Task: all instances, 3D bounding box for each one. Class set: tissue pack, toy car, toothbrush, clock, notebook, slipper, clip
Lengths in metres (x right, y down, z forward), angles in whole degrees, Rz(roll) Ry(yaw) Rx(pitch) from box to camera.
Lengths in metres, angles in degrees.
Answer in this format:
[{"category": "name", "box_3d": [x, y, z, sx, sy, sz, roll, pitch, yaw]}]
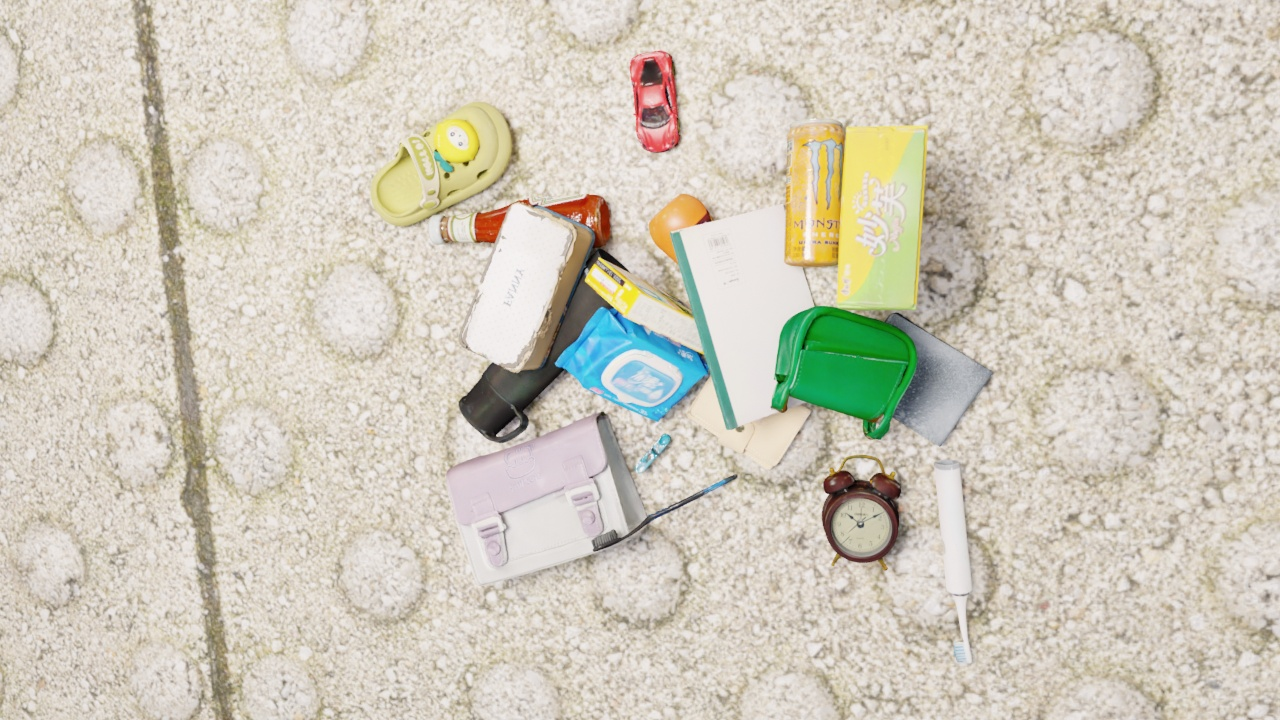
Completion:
[{"category": "tissue pack", "box_3d": [-0.006, 0.006, 0.980, 0.157, 0.052, 0.095, 28, 120, -31]}, {"category": "toy car", "box_3d": [0.016, -0.279, 0.992, 0.049, 0.031, 0.106, -4, 97, 14]}, {"category": "toothbrush", "box_3d": [0.028, 0.160, 0.990, 0.189, 0.014, 0.016, -23, 75, -24]}, {"category": "toothbrush", "box_3d": [0.336, 0.215, 0.974, 0.026, 0.026, 0.221, -5, 96, 24]}, {"category": "clock", "box_3d": [0.234, 0.160, 0.976, 0.082, 0.055, 0.122, 3, 95, 13]}, {"category": "notebook", "box_3d": [0.121, -0.048, 0.952, 0.150, 0.012, 0.209, -18, 92, -28]}, {"category": "slipper", "box_3d": [-0.233, -0.216, 1.032, 0.191, 0.081, 0.091, -29, 91, 17]}, {"category": "clip", "box_3d": [0.014, 0.105, 1.038, 0.013, 0.039, 0.056, 40, 97, 4]}]

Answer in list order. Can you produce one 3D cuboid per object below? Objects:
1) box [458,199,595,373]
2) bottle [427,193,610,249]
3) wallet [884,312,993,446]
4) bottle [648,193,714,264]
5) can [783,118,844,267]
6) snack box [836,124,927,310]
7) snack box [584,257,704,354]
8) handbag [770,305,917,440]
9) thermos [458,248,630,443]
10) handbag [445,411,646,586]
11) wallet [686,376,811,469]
[{"category": "box", "box_3d": [-0.118, -0.082, 0.967, 0.090, 0.059, 0.184, 28, 98, 15]}, {"category": "bottle", "box_3d": [-0.138, -0.151, 1.028, 0.206, 0.059, 0.060, -1, 96, 14]}, {"category": "wallet", "box_3d": [0.291, 0.019, 0.968, 0.121, 0.019, 0.097, 33, 100, 9]}, {"category": "bottle", "box_3d": [0.075, -0.108, 0.983, 0.067, 0.066, 0.149, -41, 93, 14]}, {"category": "can", "box_3d": [0.179, -0.170, 0.946, 0.058, 0.058, 0.146, 2, 92, 13]}, {"category": "snack box", "box_3d": [0.226, -0.127, 0.867, 0.070, 0.209, 0.158, 3, 96, 13]}, {"category": "snack box", "box_3d": [0.018, -0.053, 0.949, 0.034, 0.140, 0.087, -59, 42, 12]}, {"category": "handbag", "box_3d": [0.202, 0.009, 0.928, 0.131, 0.068, 0.120, 18, 90, -5]}, {"category": "thermos", "box_3d": [-0.098, -0.008, 1.025, 0.243, 0.068, 0.090, -46, 59, 14]}, {"category": "handbag", "box_3d": [-0.109, 0.157, 1.039, 0.197, 0.098, 0.145, -21, 86, 14]}, {"category": "wallet", "box_3d": [0.116, 0.061, 1.010, 0.115, 0.024, 0.087, 32, 103, 7]}]
